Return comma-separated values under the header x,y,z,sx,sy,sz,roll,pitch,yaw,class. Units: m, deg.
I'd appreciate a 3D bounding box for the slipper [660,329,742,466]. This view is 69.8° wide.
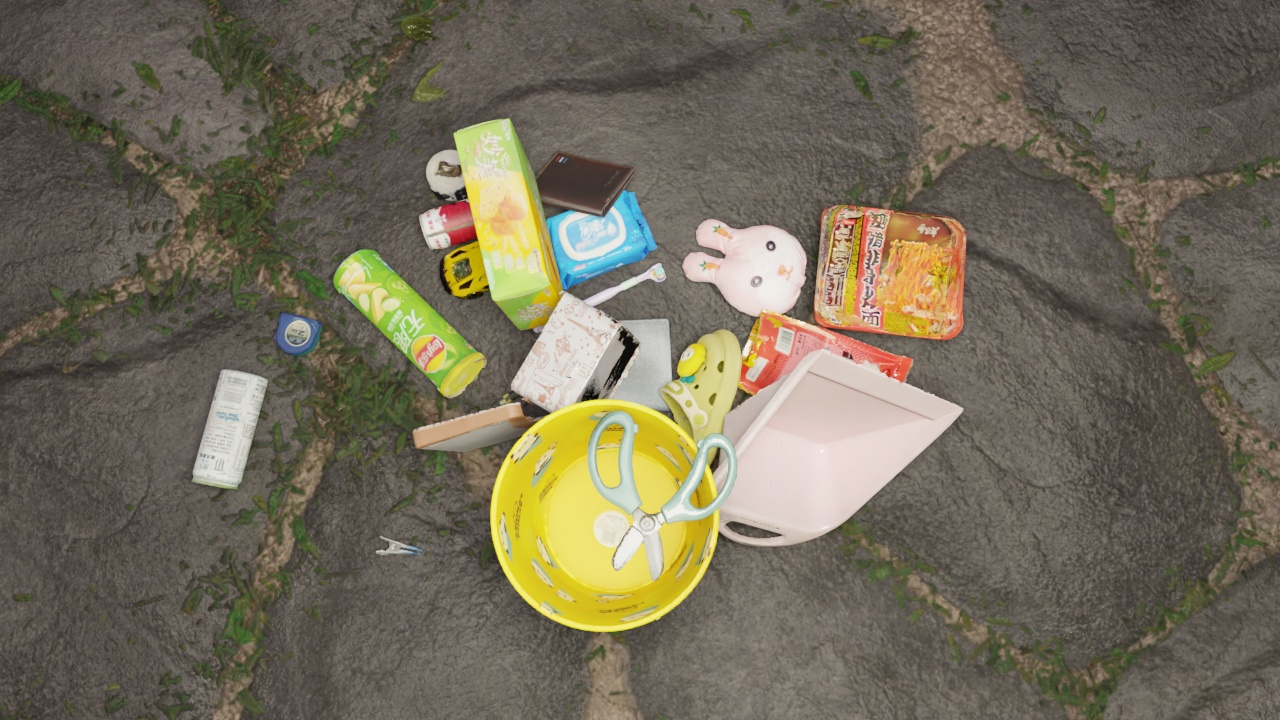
x,y,z,sx,sy,sz,roll,pitch,yaw,class
0.068,0.048,1.139,0.081,0.092,0.190,16,84,-18,slipper

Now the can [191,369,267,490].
x,y,z,sx,sy,sz,roll,pitch,yaw,class
-0.520,0.087,1.163,0.058,0.058,0.146,10,79,3,can

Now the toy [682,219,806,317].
x,y,z,sx,sy,sz,roll,pitch,yaw,class
0.137,-0.124,1.198,0.159,0.054,0.121,19,82,12,toy

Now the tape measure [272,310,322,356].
x,y,z,sx,sy,sz,roll,pitch,yaw,class
-0.449,-0.033,1.203,0.058,0.025,0.054,13,81,7,tape measure

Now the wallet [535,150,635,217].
x,y,z,sx,sy,sz,roll,pitch,yaw,class
-0.080,-0.233,1.208,0.122,0.020,0.096,17,58,23,wallet

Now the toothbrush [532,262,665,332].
x,y,z,sx,sy,sz,roll,pitch,yaw,class
-0.055,-0.079,1.208,0.189,0.029,0.021,-25,39,-2,toothbrush

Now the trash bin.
x,y,z,sx,sy,sz,roll,pitch,yaw,class
-0.034,0.176,1.036,0.229,0.255,0.229,0,79,1,trash bin

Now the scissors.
x,y,z,sx,sy,sz,roll,pitch,yaw,class
0.003,0.120,0.907,0.179,0.019,0.172,38,83,7,scissors

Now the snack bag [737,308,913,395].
x,y,z,sx,sy,sz,roll,pitch,yaw,class
0.229,0.020,1.164,0.208,0.073,0.128,22,85,0,snack bag

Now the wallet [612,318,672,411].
x,y,z,sx,sy,sz,roll,pitch,yaw,class
-0.007,0.007,1.182,0.097,0.019,0.121,-2,87,-5,wallet

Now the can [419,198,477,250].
x,y,z,sx,sy,sz,roll,pitch,yaw,class
-0.221,-0.188,1.215,0.132,0.053,0.053,-17,79,-2,can

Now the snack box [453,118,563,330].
x,y,z,sx,sy,sz,roll,pitch,yaw,class
-0.150,-0.156,1.091,0.070,0.158,0.210,-14,79,1,snack box

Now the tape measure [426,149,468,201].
x,y,z,sx,sy,sz,roll,pitch,yaw,class
-0.254,-0.249,1.238,0.066,0.033,0.065,6,77,2,tape measure

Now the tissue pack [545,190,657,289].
x,y,z,sx,sy,sz,roll,pitch,yaw,class
-0.065,-0.159,1.206,0.157,0.052,0.095,-22,79,-3,tissue pack

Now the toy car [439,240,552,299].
x,y,z,sx,sy,sz,roll,pitch,yaw,class
-0.189,-0.132,1.195,0.156,0.041,0.071,-18,79,16,toy car

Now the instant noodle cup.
x,y,z,sx,sy,sz,roll,pitch,yaw,class
0.316,-0.108,1.176,0.189,0.079,0.164,8,79,4,instant noodle cup

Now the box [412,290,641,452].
x,y,z,sx,sy,sz,roll,pitch,yaw,class
-0.121,0.042,1.087,0.274,0.179,0.124,-38,79,2,box

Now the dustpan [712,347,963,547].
x,y,z,sx,sy,sz,roll,pitch,yaw,class
0.205,0.122,1.054,0.222,0.274,0.138,19,62,-24,dustpan

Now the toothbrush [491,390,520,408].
x,y,z,sx,sy,sz,roll,pitch,yaw,class
-0.112,0.014,1.194,0.186,0.017,0.012,-31,82,-3,toothbrush

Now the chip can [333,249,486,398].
x,y,z,sx,sy,sz,roll,pitch,yaw,class
-0.299,-0.051,1.180,0.221,0.072,0.072,43,82,8,chip can

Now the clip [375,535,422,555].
x,y,z,sx,sy,sz,roll,pitch,yaw,class
-0.302,0.236,1.148,0.057,0.025,0.029,10,75,7,clip
